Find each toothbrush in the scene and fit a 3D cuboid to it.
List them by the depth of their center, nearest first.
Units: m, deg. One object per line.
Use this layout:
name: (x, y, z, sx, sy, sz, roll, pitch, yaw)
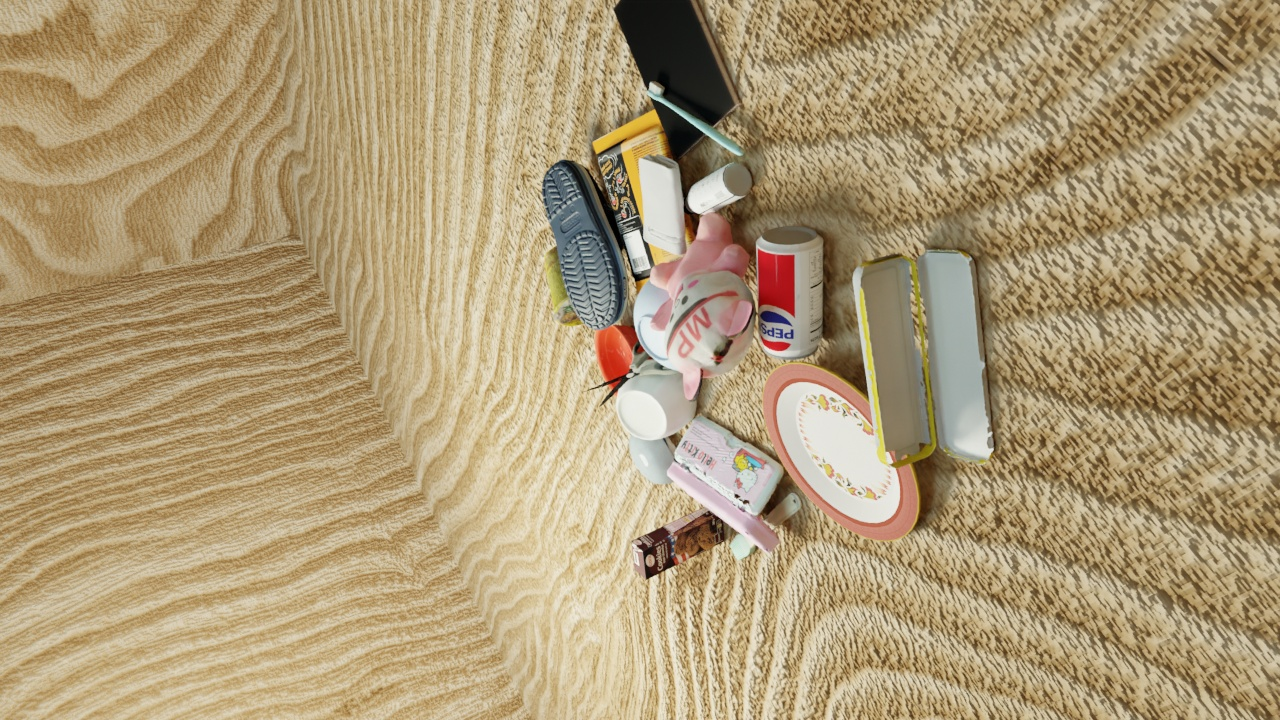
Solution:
toothbrush: (0.063, -0.282, 1.067, 0.180, 0.016, 0.017, 46, 133, 36)
toothbrush: (0.024, 0.108, 1.436, 0.189, 0.017, 0.016, 52, 153, 32)

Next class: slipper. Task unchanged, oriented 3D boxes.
slipper: (-0.064, -0.173, 1.333, 0.105, 0.095, 0.252, -22, 84, 39)

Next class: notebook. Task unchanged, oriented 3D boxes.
notebook: (0.038, -0.362, 1.085, 0.142, 0.008, 0.209, -29, 82, 59)

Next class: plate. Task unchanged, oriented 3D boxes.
plate: (0.223, 0.098, 1.023, 0.230, 0.021, 0.230, 43, 151, 30)

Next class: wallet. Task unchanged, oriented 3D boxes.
wallet: (0.032, -0.194, 1.139, 0.086, 0.032, 0.116, 42, 143, 50)

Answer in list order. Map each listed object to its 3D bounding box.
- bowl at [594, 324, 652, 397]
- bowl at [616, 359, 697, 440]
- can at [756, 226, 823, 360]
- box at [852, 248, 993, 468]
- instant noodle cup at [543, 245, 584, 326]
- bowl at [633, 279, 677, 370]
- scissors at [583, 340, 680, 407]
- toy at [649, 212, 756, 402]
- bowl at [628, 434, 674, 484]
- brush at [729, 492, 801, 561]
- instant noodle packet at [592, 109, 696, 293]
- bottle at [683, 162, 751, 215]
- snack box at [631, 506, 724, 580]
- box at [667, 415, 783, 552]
bowl: (-0.019, -0.003, 1.409, 0.130, 0.045, 0.131, 42, 142, 44)
bowl: (0.016, 0.063, 1.314, 0.116, 0.065, 0.116, 15, 124, 24)
can: (0.162, -0.073, 0.994, 0.070, 0.070, 0.132, 33, 136, 50)
box: (0.265, 0.005, 0.853, 0.080, 0.084, 0.210, 23, 128, 65)
instant noodle cup: (-0.105, -0.124, 1.442, 0.102, 0.102, 0.108, 115, 138, -55)
bowl: (0.043, -0.044, 1.196, 0.150, 0.074, 0.151, 34, 143, 31)
scissors: (0.001, 0.009, 1.289, 0.169, 0.157, 0.013, -6, 125, 19)
toy: (0.077, -0.065, 1.048, 0.142, 0.084, 0.212, -44, 32, 27)
bowl: (0.014, 0.151, 1.436, 0.106, 0.039, 0.106, 52, 161, 26)
brush: (0.170, 0.228, 1.254, 0.033, 0.012, 0.218, 61, 150, 19)
instant noodle packet: (0.010, -0.206, 1.224, 0.160, 0.032, 0.221, -8, 101, 56)
bottle: (0.085, -0.197, 1.085, 0.116, 0.041, 0.041, -15, 95, 63)
snack box: (0.056, 0.265, 1.345, 0.032, 0.140, 0.051, 31, 134, 52)
box: (0.127, 0.163, 1.255, 0.101, 0.103, 0.201, 43, 173, -36)
